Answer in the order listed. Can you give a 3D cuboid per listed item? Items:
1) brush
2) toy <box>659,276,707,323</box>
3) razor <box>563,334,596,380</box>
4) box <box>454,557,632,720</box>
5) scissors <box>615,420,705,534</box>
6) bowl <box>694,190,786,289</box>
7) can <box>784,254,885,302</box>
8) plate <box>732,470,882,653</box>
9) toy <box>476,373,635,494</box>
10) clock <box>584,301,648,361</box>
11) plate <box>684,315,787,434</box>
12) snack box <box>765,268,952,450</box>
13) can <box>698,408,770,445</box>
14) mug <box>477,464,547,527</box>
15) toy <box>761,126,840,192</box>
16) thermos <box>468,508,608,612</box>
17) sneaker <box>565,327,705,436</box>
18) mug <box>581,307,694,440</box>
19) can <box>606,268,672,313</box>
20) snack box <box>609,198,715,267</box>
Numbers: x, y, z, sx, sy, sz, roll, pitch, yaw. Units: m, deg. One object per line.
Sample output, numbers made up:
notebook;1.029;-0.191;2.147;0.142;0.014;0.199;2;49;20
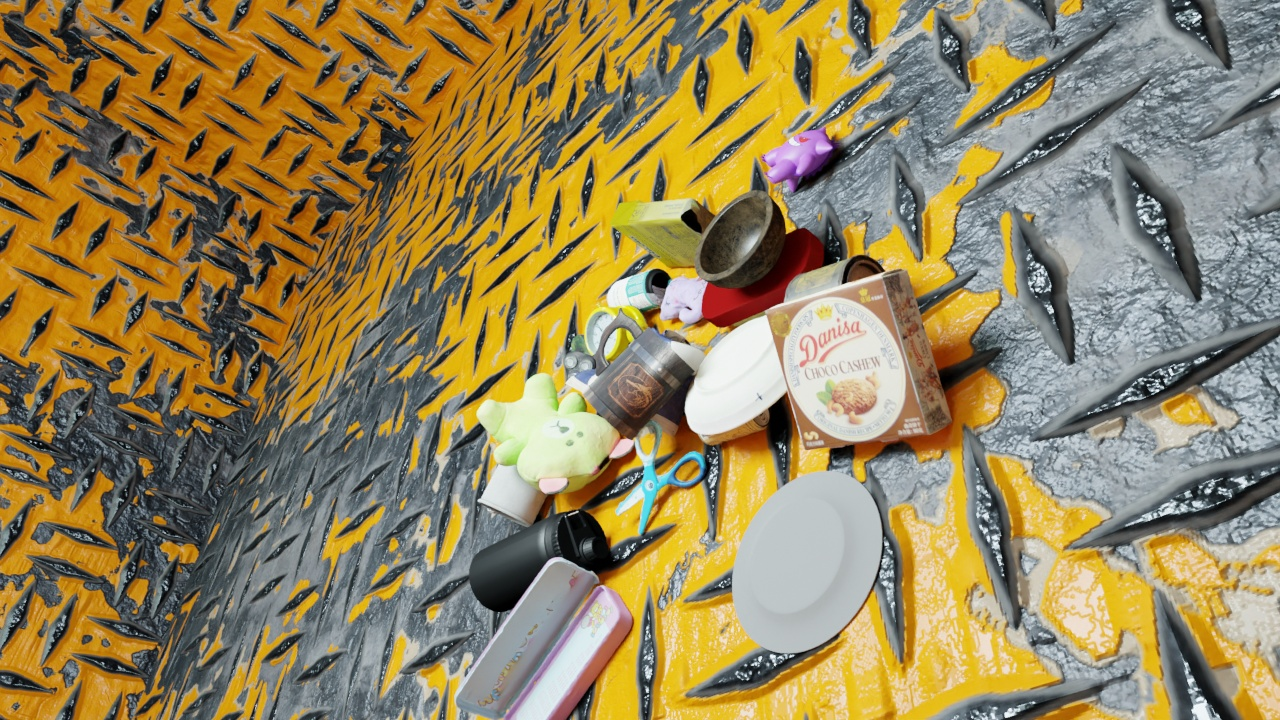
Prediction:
brush;0.148;-0.092;1.092;0.174;0.042;0.082;-23;44;46
toy;0.061;-0.080;1.218;0.100;0.036;0.080;-11;52;51
razor;-0.087;-0.006;1.345;0.054;0.067;0.151;-45;23;12
box;-0.112;0.335;1.026;0.214;0.091;0.090;-55;29;5
scissors;0.024;0.144;1.060;0.118;0.013;0.140;15;94;28
bowl;0.125;-0.130;1.060;0.121;0.056;0.121;-37;35;32
can;0.203;-0.054;0.924;0.075;0.090;0.089;-17;49;49
plate;0.148;0.184;0.859;0.179;0.012;0.178;-37;35;32
toy;-0.116;0.109;1.219;0.150;0.107;0.197;-31;54;-20
clock;-0.026;-0.031;1.266;0.119;0.057;0.083;38;116;39
plate;0.114;0.004;1.009;0.182;0.034;0.182;-38;19;16
snack box;0.196;0.003;0.846;0.143;0.041;0.147;-15;92;51
can;0.103;0.067;1.013;0.080;0.038;0.038;-24;43;45
mug;-0.179;0.185;1.282;0.113;0.084;0.070;-4;56;61
toy;0.204;-0.255;1.153;0.088;0.056;0.105;-38;25;25
thermos;-0.120;0.244;1.130;0.199;0.086;0.086;-31;39;38
sneaker;-0.007;0.008;1.179;0.233;0.091;0.118;21;85;60
mug;-0.014;0.013;1.049;0.107;0.116;0.080;-46;-2;2
can;0.000;-0.095;1.306;0.102;0.055;0.054;-14;51;51
snack box;0.054;-0.172;1.231;0.181;0.121;0.045;8;69;58
